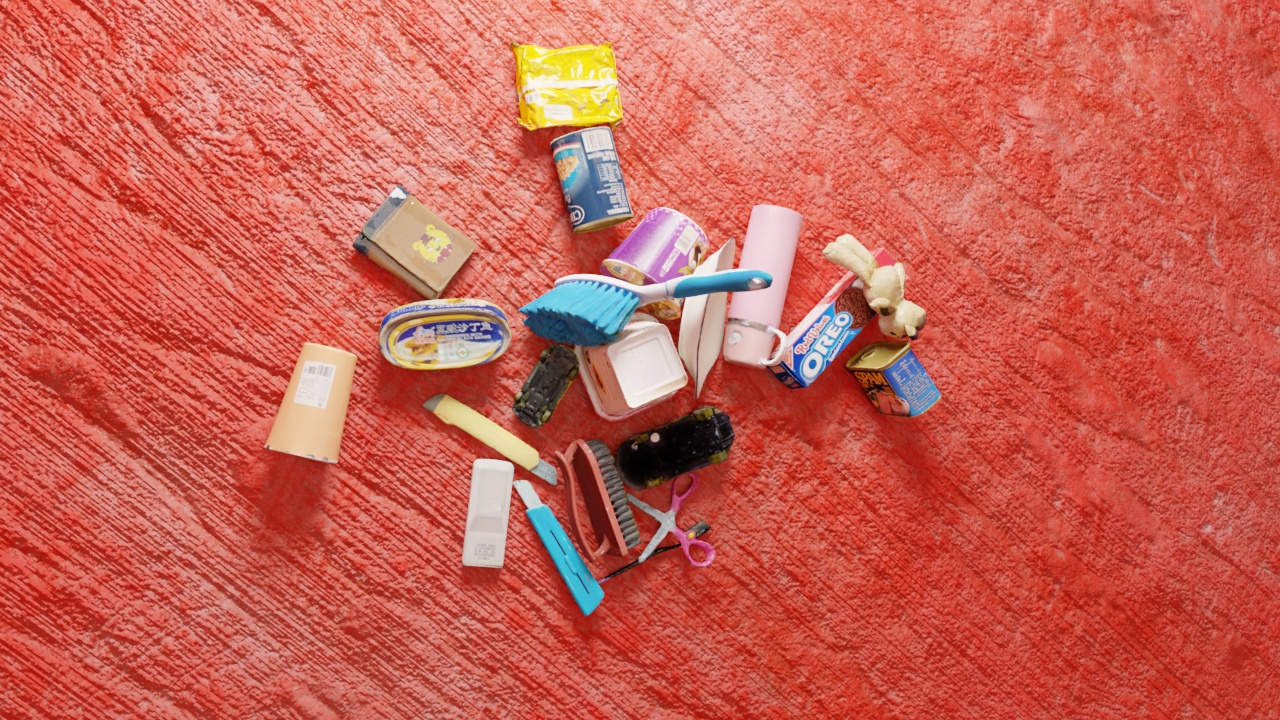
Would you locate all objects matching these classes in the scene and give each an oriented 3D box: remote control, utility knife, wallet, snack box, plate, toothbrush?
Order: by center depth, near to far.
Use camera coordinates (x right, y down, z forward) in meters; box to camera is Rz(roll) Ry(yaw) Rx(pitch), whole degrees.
[{"bbox_3d":[-0.260,-0.133,1.058,0.115,0.033,0.090,38,80,-15],"label":"wallet"},{"bbox_3d":[0.074,-0.052,1.071,0.034,0.163,0.164,11,118,11],"label":"plate"},{"bbox_3d":[-0.179,0.180,1.080,0.049,0.024,0.125,6,89,-14],"label":"remote control"},{"bbox_3d":[-0.172,0.093,1.084,0.183,0.019,0.031,34,86,-6],"label":"utility knife"},{"bbox_3d":[-0.100,0.220,1.098,0.034,0.018,0.182,-31,90,-11],"label":"utility knife"},{"bbox_3d":[0.003,0.243,1.131,0.188,0.014,0.016,-24,88,-13],"label":"toothbrush"},{"bbox_3d":[0.249,-0.052,1.172,0.207,0.058,0.057,-45,97,-10],"label":"snack box"}]

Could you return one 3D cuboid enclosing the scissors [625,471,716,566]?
[{"bbox_3d":[0.041,0.198,1.131,0.133,0.017,0.133,33,73,2],"label":"scissors"}]

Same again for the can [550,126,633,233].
[{"bbox_3d":[-0.058,-0.214,1.086,0.075,0.075,0.111,-15,93,-14],"label":"can"}]

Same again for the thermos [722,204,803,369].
[{"bbox_3d":[0.157,-0.089,1.135,0.067,0.087,0.198,19,82,-47],"label":"thermos"}]

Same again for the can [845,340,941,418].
[{"bbox_3d":[0.322,0.025,1.167,0.057,0.102,0.083,-38,100,-12],"label":"can"}]

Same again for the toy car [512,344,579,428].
[{"bbox_3d":[-0.109,0.030,1.086,0.048,0.032,0.105,33,100,9],"label":"toy car"}]

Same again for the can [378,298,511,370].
[{"bbox_3d":[-0.223,-0.029,1.047,0.148,0.049,0.075,-4,107,-12],"label":"can"}]

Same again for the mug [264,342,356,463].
[{"bbox_3d":[-0.358,0.046,1.012,0.078,0.078,0.122,14,82,-14],"label":"mug"}]

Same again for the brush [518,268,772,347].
[{"bbox_3d":[-0.005,-0.063,0.996,0.109,0.315,0.060,-49,125,-26],"label":"brush"}]

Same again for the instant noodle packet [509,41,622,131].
[{"bbox_3d":[-0.089,-0.325,1.094,0.128,0.044,0.110,-6,85,-18],"label":"instant noodle packet"}]

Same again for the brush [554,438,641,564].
[{"bbox_3d":[-0.056,0.164,1.091,0.069,0.063,0.146,-19,93,-27],"label":"brush"}]

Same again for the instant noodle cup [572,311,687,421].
[{"bbox_3d":[-0.006,0.006,1.072,0.116,0.124,0.116,-23,95,-13],"label":"instant noodle cup"}]

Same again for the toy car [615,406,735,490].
[{"bbox_3d":[0.042,0.107,1.126,0.158,0.042,0.070,-19,94,-15],"label":"toy car"}]

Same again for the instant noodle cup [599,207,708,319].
[{"bbox_3d":[0.023,-0.120,1.095,0.111,0.112,0.099,36,72,-11],"label":"instant noodle cup"}]

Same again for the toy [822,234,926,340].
[{"bbox_3d":[0.287,-0.090,1.125,0.157,0.066,0.104,47,37,-3],"label":"toy"}]
